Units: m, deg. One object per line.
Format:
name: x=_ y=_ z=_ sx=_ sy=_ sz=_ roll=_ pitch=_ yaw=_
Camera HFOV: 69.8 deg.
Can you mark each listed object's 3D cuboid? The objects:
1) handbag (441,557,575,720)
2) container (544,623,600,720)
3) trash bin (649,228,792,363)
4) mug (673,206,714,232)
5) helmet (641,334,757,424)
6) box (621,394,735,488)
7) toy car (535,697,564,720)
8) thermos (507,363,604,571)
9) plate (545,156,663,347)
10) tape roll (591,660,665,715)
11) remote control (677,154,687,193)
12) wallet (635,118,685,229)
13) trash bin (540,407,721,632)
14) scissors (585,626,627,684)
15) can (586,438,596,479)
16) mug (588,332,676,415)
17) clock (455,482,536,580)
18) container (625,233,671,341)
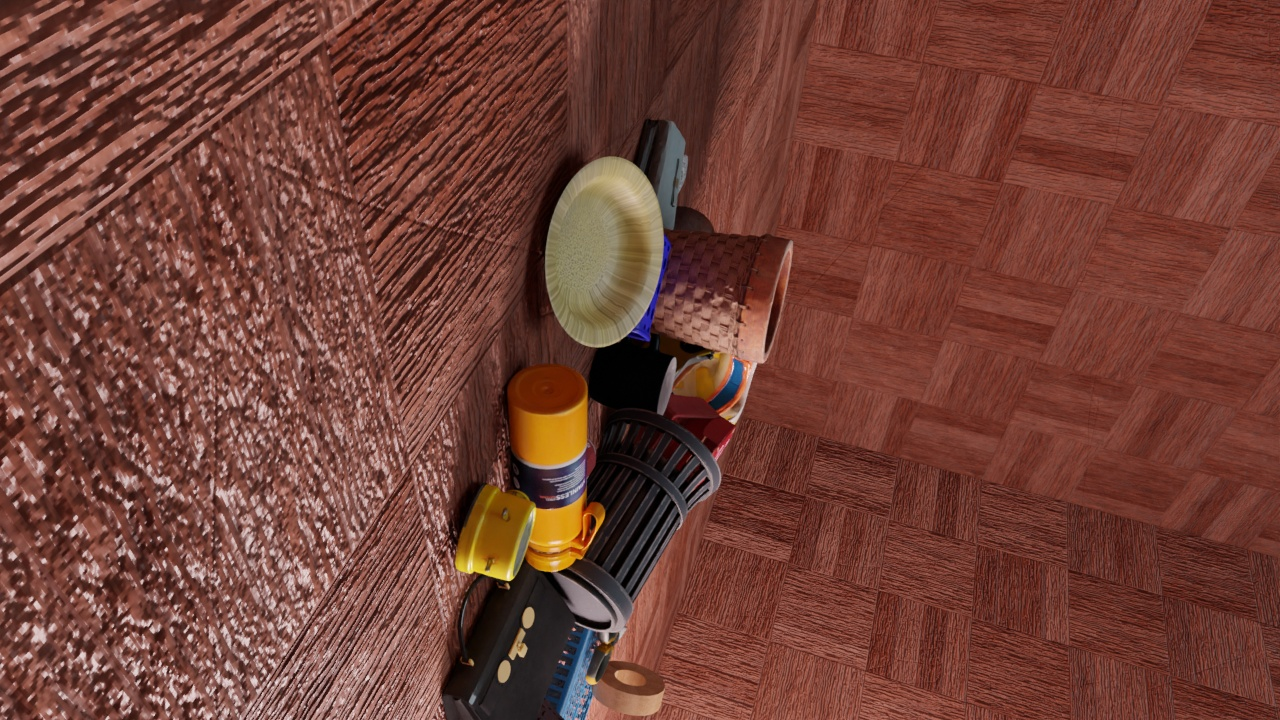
handbag: x=-0.152 y=0.293 z=0.965 sx=0.196 sy=0.072 sz=0.175 roll=78 pitch=27 yaw=-43
container: x=-0.113 y=0.420 z=1.196 sx=0.257 sy=0.089 sz=0.361 roll=84 pitch=23 yaw=-62
trash bin: x=0.064 y=-0.093 z=1.105 sx=0.151 sy=0.210 sz=0.151 roll=15 pitch=89 yaw=-78
mug: x=0.064 y=-0.143 z=1.274 sx=0.110 sy=0.123 sz=0.096 roll=-67 pitch=-174 yaw=-34
helmet: x=0.056 y=0.024 z=1.396 sx=0.239 sy=0.139 sz=0.210 roll=-21 pitch=139 yaw=-33
box: x=0.041 y=0.131 z=1.296 sx=0.157 sy=0.126 sz=0.136 roll=-60 pitch=165 yaw=18
toy car: x=-0.142 y=0.454 z=1.004 sx=0.169 sy=0.062 sz=0.070 roll=-48 pitch=113 yaw=-27
thermos: x=-0.087 y=0.120 z=0.921 sx=0.076 sy=0.091 sz=0.233 roll=-25 pitch=136 yaw=-32
plate: x=-0.045 y=-0.107 z=0.905 sx=0.183 sy=0.036 sz=0.184 roll=-21 pitch=117 yaw=-50
tape roll: x=-0.016 y=0.431 z=1.209 sx=0.094 sy=0.094 sz=0.027 roll=-13 pitch=117 yaw=-77
remote control: x=0.039 y=-0.248 z=1.252 sx=0.114 sy=0.028 sz=0.060 roll=-57 pitch=158 yaw=-58
wallet: x=0.021 y=-0.227 z=1.144 sx=0.100 sy=0.054 sz=0.131 roll=18 pitch=82 yaw=-80
trash bin: x=-0.027 y=0.196 z=1.109 sx=0.226 sy=0.164 sz=0.164 roll=-55 pitch=159 yaw=-33
scissors: x=-0.034 y=0.363 z=1.234 sx=0.229 sy=0.016 sz=0.114 roll=29 pitch=77 yaw=-79
can: x=-0.087 y=0.126 z=1.043 sx=0.096 sy=0.054 sz=0.054 roll=-57 pitch=158 yaw=-59
mug: x=-0.007 y=0.007 z=1.178 sx=0.085 sy=0.094 sz=0.122 roll=-29 pitch=132 yaw=-75
clock: x=-0.133 y=0.160 z=0.854 sx=0.119 sy=0.057 sz=0.083 roll=78 pitch=28 yaw=-84
container: x=-0.021 y=-0.089 z=1.014 sx=0.084 sy=0.085 sz=0.113 roll=29 pitch=74 yaw=-79
